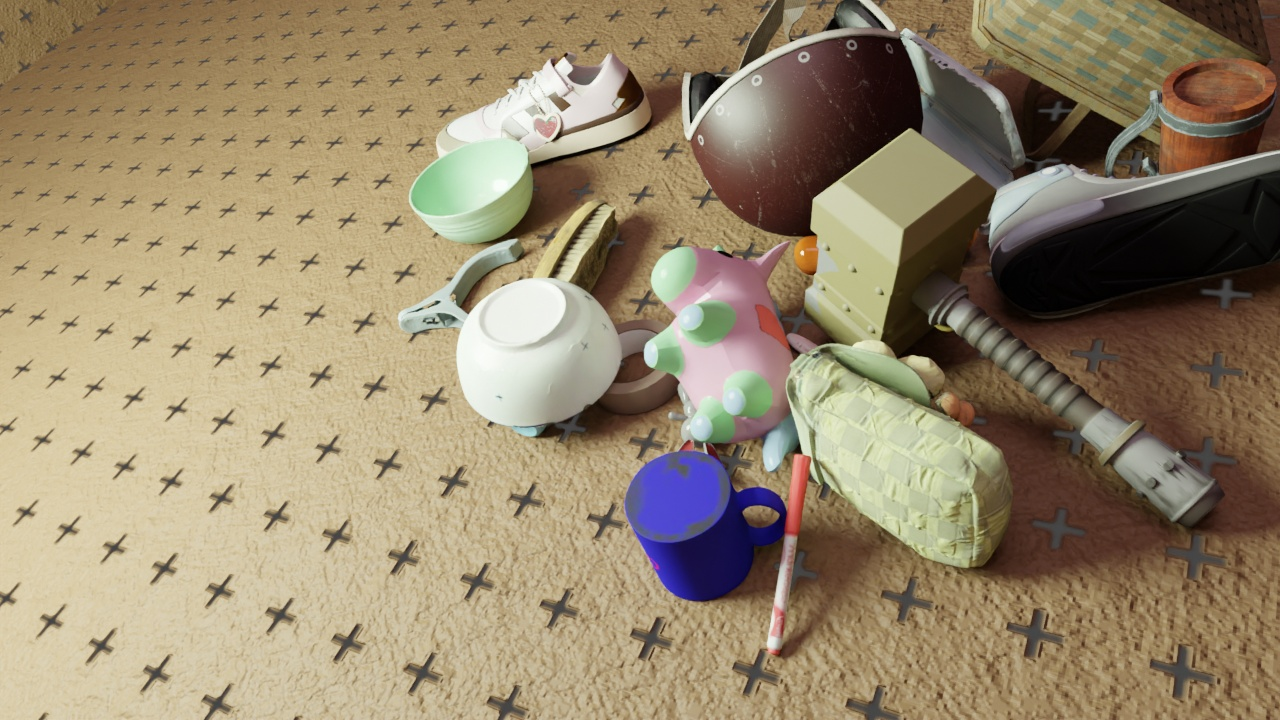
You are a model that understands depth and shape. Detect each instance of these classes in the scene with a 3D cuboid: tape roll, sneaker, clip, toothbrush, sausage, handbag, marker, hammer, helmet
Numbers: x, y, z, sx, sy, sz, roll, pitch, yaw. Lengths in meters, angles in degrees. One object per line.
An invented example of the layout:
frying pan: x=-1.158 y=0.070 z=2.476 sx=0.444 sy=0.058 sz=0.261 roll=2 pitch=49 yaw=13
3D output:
tape roll: x=-0.005 y=0.005 z=0.857 sx=0.094 sy=0.030 sz=0.093 roll=-12 pitch=45 yaw=12
sneaker: x=-0.141 y=-0.321 z=1.167 sx=0.294 sy=0.116 sz=0.111 roll=-6 pitch=46 yaw=18
clip: x=-0.174 y=-0.085 z=1.020 sx=0.169 sy=0.031 sz=0.164 roll=2 pitch=47 yaw=23
toothbrush: x=0.185 y=0.017 z=0.777 sx=0.015 sy=0.018 sz=0.181 roll=-35 pitch=44 yaw=-16
sausage: x=0.227 y=-0.106 z=0.856 sx=0.164 sy=0.044 sz=0.039 roll=-7 pitch=56 yaw=20
handbag: x=0.194 y=0.058 z=0.670 sx=0.116 sy=0.113 sz=0.186 roll=-40 pitch=49 yaw=-20
marker: x=0.105 y=0.137 z=0.655 sx=0.013 sy=0.012 sz=0.142 roll=5 pitch=77 yaw=27
hammer: x=0.274 y=-0.005 z=0.678 sx=0.100 sy=0.190 sz=0.325 roll=-37 pitch=62 yaw=-14
helmet: x=0.158 y=-0.251 z=0.880 sx=0.234 sy=0.234 sz=0.253 roll=-23 pitch=58 yaw=16
sneaker: x=0.418 y=-0.133 z=0.761 sx=0.257 sy=0.093 sz=0.160 roll=-17 pitch=33 yaw=22

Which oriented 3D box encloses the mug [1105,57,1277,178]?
mug: x=0.465 y=-0.186 z=0.786 sx=0.117 sy=0.111 sz=0.081 roll=2 pitch=49 yaw=25

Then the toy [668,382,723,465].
toy: x=0.049 y=0.060 z=0.782 sx=0.049 sy=0.030 sz=0.111 roll=8 pitch=43 yaw=-8

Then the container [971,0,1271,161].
container: x=0.424 y=-0.286 z=0.867 sx=0.250 sy=0.187 sz=0.157 roll=25 pitch=53 yaw=-6

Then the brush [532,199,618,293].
brush: x=-0.070 y=-0.101 z=0.968 sx=0.043 sy=0.059 sz=0.194 roll=13 pitch=53 yaw=19

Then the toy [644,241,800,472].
toy: x=0.085 y=-0.010 z=0.783 sx=0.120 sy=0.170 sz=0.222 roll=-43 pitch=69 yaw=35

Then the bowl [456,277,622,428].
bowl: x=-0.098 y=-0.020 z=0.831 sx=0.153 sy=0.073 sz=0.153 roll=-6 pitch=48 yaw=7

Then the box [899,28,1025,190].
box: x=0.285 y=-0.233 z=0.928 sx=0.105 sy=0.130 sz=0.210 roll=-29 pitch=37 yaw=7

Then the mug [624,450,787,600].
mug: x=0.053 y=0.121 z=0.683 sx=0.111 sy=0.083 sz=0.079 roll=-12 pitch=45 yaw=12

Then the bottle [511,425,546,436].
bottle: x=-0.084 y=0.012 z=0.877 sx=0.040 sy=0.040 sz=0.129 roll=7 pitch=51 yaw=28

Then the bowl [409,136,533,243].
bowl: x=-0.191 y=-0.192 z=1.092 sx=0.151 sy=0.077 sz=0.150 roll=-12 pitch=45 yaw=12
